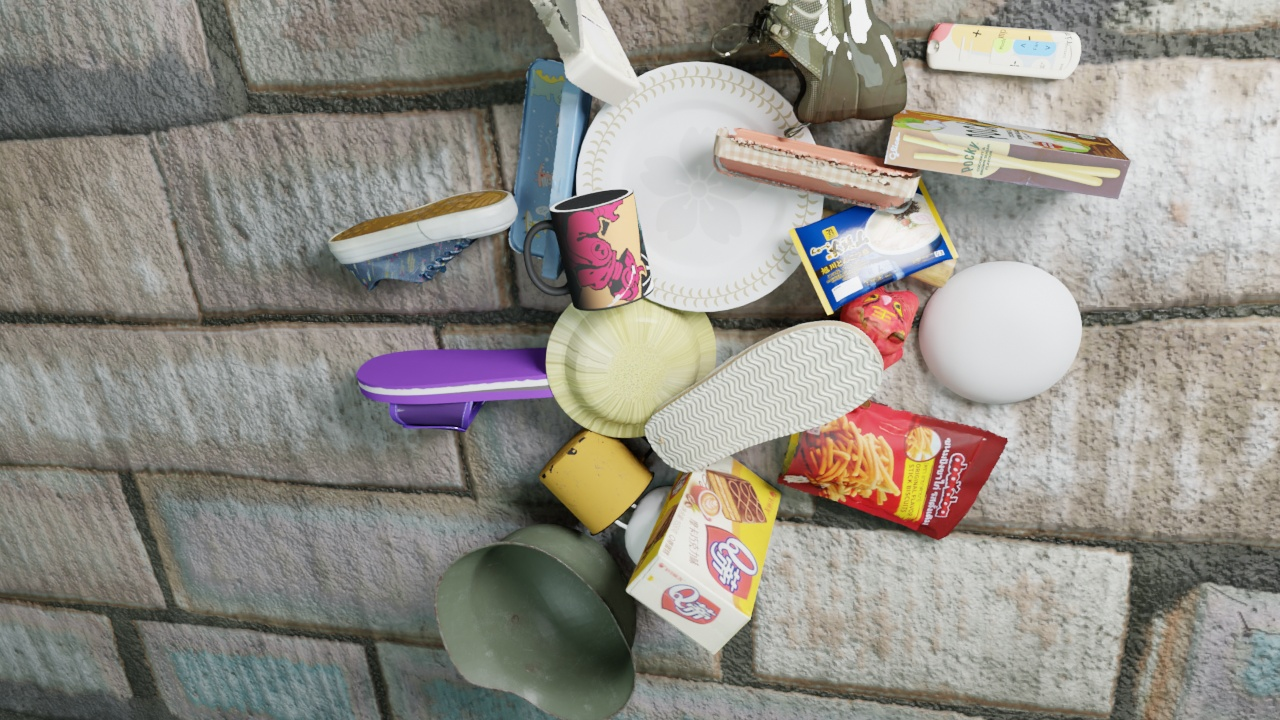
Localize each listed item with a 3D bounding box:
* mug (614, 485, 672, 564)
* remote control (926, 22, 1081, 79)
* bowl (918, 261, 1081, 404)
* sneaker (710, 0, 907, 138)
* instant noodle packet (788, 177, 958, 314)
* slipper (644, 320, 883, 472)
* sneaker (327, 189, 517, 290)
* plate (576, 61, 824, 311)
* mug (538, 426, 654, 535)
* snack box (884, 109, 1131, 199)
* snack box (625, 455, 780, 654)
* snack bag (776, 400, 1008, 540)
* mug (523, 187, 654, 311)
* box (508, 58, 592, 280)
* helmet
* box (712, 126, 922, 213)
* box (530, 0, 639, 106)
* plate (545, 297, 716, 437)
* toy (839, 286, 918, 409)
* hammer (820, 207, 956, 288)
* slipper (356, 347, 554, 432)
[{"bbox_3d":[0.023,0.197,1.070,0.115,0.067,0.094,23,118,6],"label":"mug"},{"bbox_3d":[0.315,-0.270,0.800,0.126,0.018,0.038,10,116,15],"label":"remote control"},{"bbox_3d":[0.347,-0.019,0.888,0.150,0.043,0.150,7,115,14],"label":"bowl"},{"bbox_3d":[0.126,-0.304,0.785,0.143,0.101,0.238,-18,103,12],"label":"sneaker"},{"bbox_3d":[0.217,-0.109,0.856,0.134,0.026,0.087,-24,85,-1],"label":"instant noodle packet"},{"bbox_3d":[0.121,0.037,0.923,0.264,0.052,0.115,-28,107,32],"label":"slipper"},{"bbox_3d":[-0.232,-0.123,0.998,0.236,0.087,0.079,-9,117,25],"label":"sneaker"},{"bbox_3d":[0.055,-0.164,0.892,0.243,0.016,0.243,6,115,13],"label":"plate"},{"bbox_3d":[-0.044,0.122,1.049,0.123,0.101,0.094,-45,94,-13],"label":"mug"},{"bbox_3d":[0.310,-0.181,0.793,0.186,0.100,0.032,12,116,12],"label":"snack box"},{"bbox_3d":[0.074,0.186,0.958,0.110,0.229,0.062,37,118,-1],"label":"snack box"},{"bbox_3d":[0.262,0.107,0.977,0.208,0.066,0.139,16,112,-1],"label":"snack bag"},{"bbox_3d":[-0.054,-0.104,0.887,0.118,0.081,0.098,-11,110,4],"label":"mug"},{"bbox_3d":[-0.097,-0.192,0.931,0.086,0.072,0.209,17,117,14],"label":"box"},{"bbox_3d":[-0.099,0.300,1.105,0.227,0.153,0.268,-27,99,24],"label":"helmet"},{"bbox_3d":[0.153,-0.169,0.822,0.187,0.056,0.071,15,148,11],"label":"box"},{"bbox_3d":[-0.067,-0.310,0.790,0.058,0.187,0.144,-29,78,14],"label":"box"},{"bbox_3d":[-0.006,0.006,0.969,0.184,0.036,0.184,-3,112,-9],"label":"plate"},{"bbox_3d":[0.218,-0.009,0.903,0.088,0.093,0.133,13,116,8],"label":"toy"},{"bbox_3d":[0.145,-0.143,0.902,0.330,0.033,0.132,22,116,6],"label":"hammer"},{"bbox_3d":[-0.195,0.043,1.052,0.267,0.107,0.084,-2,113,13],"label":"slipper"}]
